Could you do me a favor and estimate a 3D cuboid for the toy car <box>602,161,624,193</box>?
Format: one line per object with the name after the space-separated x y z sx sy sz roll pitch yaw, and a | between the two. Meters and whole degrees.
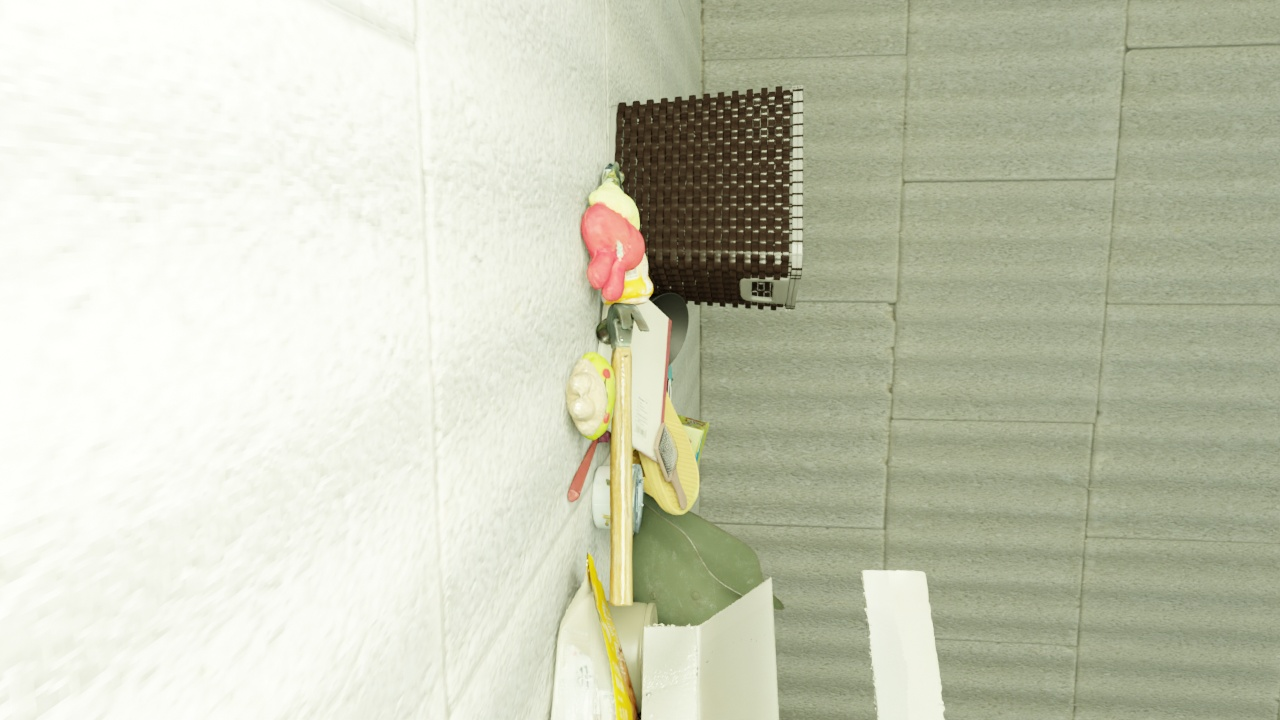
-0.033 -0.185 1.108 0.048 0.033 0.105 -67 152 -67 | toy car

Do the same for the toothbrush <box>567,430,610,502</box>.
-0.055 0.112 1.019 0.189 0.016 0.016 -67 157 -73 | toothbrush

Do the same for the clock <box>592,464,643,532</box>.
-0.023 0.166 1.121 0.117 0.057 0.083 14 77 -83 | clock

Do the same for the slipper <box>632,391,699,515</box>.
0.001 0.091 1.223 0.099 0.079 0.263 -42 117 -56 | slipper

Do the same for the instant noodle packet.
-0.046 0.323 0.926 0.163 0.084 0.221 77 9 -61 | instant noodle packet

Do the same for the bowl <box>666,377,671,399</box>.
0.010 0.047 1.338 0.120 0.066 0.120 2 89 -83 | bowl

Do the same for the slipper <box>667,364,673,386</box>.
0.024 0.075 1.528 0.098 0.055 0.268 75 18 -73 | slipper

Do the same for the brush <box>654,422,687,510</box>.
0.046 0.144 1.183 0.049 0.015 0.136 -71 150 -47 | brush

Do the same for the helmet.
0.073 0.322 1.321 0.227 0.268 0.154 28 91 -53 | helmet

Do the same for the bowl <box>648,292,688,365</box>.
0.008 -0.043 1.283 0.123 0.052 0.124 -29 132 -39 | bowl

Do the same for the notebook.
-0.007 0.007 1.154 0.153 0.012 0.208 40 48 -47 | notebook

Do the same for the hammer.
-0.021 0.097 0.999 0.132 0.033 0.330 141 -50 -69 | hammer

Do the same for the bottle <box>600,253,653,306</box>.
-0.024 -0.116 1.071 0.063 0.063 0.109 -14 92 -83 | bottle

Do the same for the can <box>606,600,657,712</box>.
-0.022 0.347 1.077 0.127 0.073 0.128 2 89 -83 | can

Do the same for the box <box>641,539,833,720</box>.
0.059 0.315 0.854 0.420 0.108 0.165 106 -12 -56 | box

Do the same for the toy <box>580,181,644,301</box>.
-0.031 -0.131 1.004 0.091 0.045 0.135 25 61 -44 | toy

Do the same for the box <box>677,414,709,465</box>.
0.058 0.151 1.485 0.221 0.079 0.124 -3 108 -82 | box

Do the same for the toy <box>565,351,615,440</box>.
-0.051 0.036 0.938 0.117 0.043 0.092 21 71 -81 | toy

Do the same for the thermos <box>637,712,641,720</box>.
0.025 0.468 1.147 0.225 0.173 0.173 -90 176 -54 | thermos

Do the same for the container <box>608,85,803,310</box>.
0.092 -0.210 1.255 0.247 0.244 0.245 54 37 -78 | container
